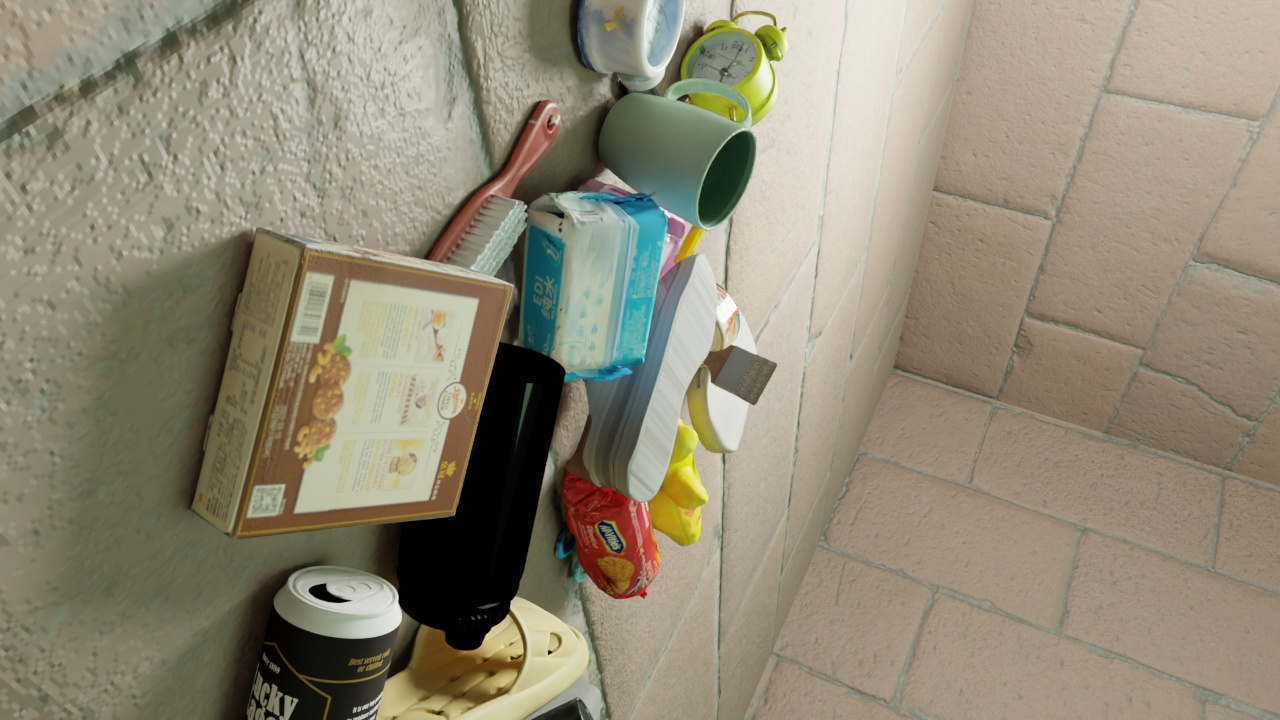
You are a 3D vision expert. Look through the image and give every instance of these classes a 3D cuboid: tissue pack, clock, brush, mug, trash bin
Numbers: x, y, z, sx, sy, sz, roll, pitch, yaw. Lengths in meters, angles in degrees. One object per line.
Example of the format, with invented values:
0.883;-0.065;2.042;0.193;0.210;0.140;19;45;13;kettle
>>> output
-0.038;-0.051;0.654;0.092;0.062;0.145;-9;117;-39;tissue pack
-0.001;-0.245;0.660;0.125;0.052;0.089;-2;108;-72;clock
0.059;-0.007;0.885;0.045;0.143;0.008;-59;157;-8;brush
0.034;-0.171;0.712;0.111;0.104;0.084;-53;156;-11;mug
-0.085;-0.103;0.593;0.172;0.030;0.041;-62;158;-25;brush
-0.118;0.380;0.805;0.114;0.114;0.229;-45;147;-51;trash bin
0.084;-0.261;0.820;0.119;0.083;0.057;-64;152;-13;clock

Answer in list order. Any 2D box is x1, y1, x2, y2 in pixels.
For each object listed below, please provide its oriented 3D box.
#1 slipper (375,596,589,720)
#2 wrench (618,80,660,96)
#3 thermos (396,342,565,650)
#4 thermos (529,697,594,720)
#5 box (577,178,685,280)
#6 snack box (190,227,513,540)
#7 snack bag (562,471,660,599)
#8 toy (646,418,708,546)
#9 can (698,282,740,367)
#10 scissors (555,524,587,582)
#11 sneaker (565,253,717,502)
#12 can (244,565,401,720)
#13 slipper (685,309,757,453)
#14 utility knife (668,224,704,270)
-0.115;0.215;0.677;0.261;0.111;0.079;-9;108;-70;slipper
0.033;-0.194;0.834;0.073;0.018;0.273;-61;158;-3;wrench
-0.111;0.093;0.612;0.086;0.086;0.199;-21;127;-65;thermos
-0.126;0.321;0.641;0.220;0.098;0.098;-27;149;-5;thermos
-0.024;-0.067;0.780;0.153;0.037;0.201;-65;161;9;box
-0.144;0.015;0.483;0.146;0.041;0.143;5;103;-56;snack box
-0.029;0.158;0.883;0.082;0.082;0.177;-55;147;-37;snack bag
0.018;0.109;0.945;0.194;0.087;0.134;80;-7;-54;toy
0.055;-0.039;0.933;0.043;0.086;0.086;-48;149;-44;can
-0.052;0.157;0.936;0.140;0.013;0.117;-69;156;-9;scissors
-0.004;0.005;0.793;0.235;0.090;0.099;-69;151;-25;sneaker
-0.185;0.190;0.527;0.071;0.072;0.128;-2;109;-69;can
0.074;0.023;1.047;0.113;0.081;0.265;59;24;-21;slipper
0.026;-0.075;0.901;0.159;0.017;0.030;-59;-167;-8;utility knife
